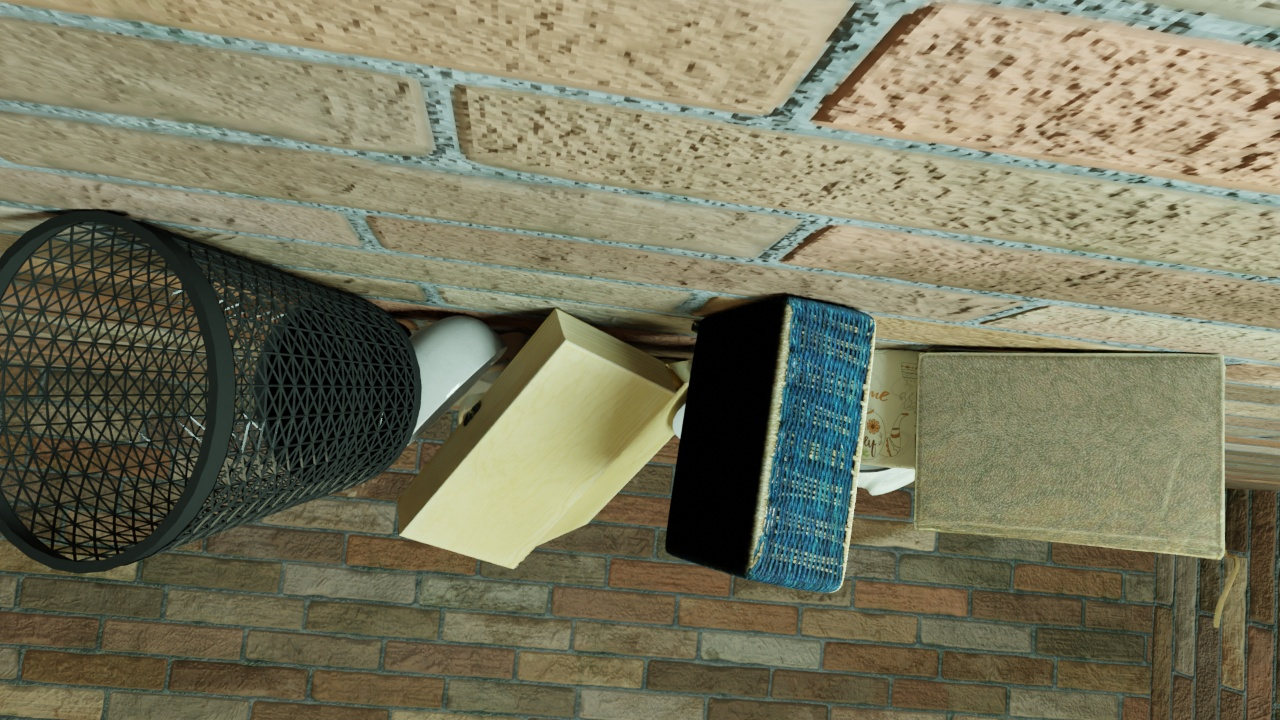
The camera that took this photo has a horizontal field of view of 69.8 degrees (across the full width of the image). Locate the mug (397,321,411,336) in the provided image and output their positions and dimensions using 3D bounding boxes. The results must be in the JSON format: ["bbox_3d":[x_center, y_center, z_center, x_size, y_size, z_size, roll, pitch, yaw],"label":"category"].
[{"bbox_3d":[-0.269,-0.009,0.865,0.114,0.087,0.088,-7,-176,42],"label":"mug"}]

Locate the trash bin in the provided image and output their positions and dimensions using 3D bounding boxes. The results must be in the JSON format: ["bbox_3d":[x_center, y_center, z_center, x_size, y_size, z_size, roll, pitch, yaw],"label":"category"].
[{"bbox_3d":[-0.296,0.022,0.664,0.217,0.217,0.243,3,180,20],"label":"trash bin"}]

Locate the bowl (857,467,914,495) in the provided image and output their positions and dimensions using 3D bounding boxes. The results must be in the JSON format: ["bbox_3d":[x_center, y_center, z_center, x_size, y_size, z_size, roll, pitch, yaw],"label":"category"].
[{"bbox_3d":[0.292,0.113,1.092,0.177,0.070,0.177,-18,155,-9],"label":"bowl"}]

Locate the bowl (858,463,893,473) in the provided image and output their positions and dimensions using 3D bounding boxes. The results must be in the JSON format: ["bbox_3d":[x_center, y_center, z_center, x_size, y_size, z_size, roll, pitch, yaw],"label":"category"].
[{"bbox_3d":[0.204,0.049,0.924,0.151,0.056,0.151,16,146,11],"label":"bowl"}]

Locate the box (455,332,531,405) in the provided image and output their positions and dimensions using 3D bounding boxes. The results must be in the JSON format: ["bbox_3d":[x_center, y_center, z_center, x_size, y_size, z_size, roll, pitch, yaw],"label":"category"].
[{"bbox_3d":[-0.124,0.026,1.009,0.149,0.042,0.216,-11,161,30],"label":"box"}]

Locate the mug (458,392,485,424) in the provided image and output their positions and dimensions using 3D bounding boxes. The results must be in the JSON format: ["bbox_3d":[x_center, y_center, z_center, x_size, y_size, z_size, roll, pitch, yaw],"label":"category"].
[{"bbox_3d":[-0.123,0.053,0.907,0.111,0.085,0.104,-2,152,-4],"label":"mug"}]

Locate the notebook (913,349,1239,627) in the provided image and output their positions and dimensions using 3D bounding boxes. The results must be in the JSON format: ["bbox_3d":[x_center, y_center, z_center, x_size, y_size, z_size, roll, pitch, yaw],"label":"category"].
[{"bbox_3d":[0.318,0.085,0.688,0.216,0.190,0.034,1,174,24],"label":"notebook"}]

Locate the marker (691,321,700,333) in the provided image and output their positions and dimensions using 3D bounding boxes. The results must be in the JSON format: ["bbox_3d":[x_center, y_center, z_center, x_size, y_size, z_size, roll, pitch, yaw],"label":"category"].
[{"bbox_3d":[0.074,-0.015,0.780,0.018,0.015,0.123,3,171,30],"label":"marker"}]

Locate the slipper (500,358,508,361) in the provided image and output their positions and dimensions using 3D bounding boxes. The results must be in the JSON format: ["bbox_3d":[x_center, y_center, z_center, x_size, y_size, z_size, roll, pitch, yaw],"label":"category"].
[{"bbox_3d":[-0.152,0.023,1.122,0.213,0.059,0.104,9,175,-18],"label":"slipper"}]

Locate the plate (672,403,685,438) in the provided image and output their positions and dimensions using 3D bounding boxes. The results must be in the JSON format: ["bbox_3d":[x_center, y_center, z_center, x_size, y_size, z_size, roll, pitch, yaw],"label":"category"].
[{"bbox_3d":[0.115,0.042,0.859,0.173,0.019,0.173,-5,152,-3],"label":"plate"}]

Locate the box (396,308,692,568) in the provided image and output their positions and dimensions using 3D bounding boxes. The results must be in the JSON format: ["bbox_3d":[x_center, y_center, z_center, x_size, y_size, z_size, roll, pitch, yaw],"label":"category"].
[{"bbox_3d":[-0.057,0.082,0.850,0.248,0.096,0.260,-47,151,23],"label":"box"}]

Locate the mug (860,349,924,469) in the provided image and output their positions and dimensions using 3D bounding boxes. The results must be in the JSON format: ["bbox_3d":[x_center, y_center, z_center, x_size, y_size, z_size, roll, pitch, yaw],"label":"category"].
[{"bbox_3d":[0.244,0.046,0.793,0.122,0.097,0.081,3,173,22],"label":"mug"}]

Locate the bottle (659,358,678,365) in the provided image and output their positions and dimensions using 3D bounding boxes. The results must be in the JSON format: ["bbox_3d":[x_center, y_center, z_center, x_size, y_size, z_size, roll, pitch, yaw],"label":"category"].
[{"bbox_3d":[0.050,0.036,1.055,0.056,0.056,0.162,4,173,18],"label":"bottle"}]

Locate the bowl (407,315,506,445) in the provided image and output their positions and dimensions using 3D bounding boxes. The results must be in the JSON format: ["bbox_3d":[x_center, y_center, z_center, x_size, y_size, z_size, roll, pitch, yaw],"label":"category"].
[{"bbox_3d":[-0.188,0.010,0.821,0.064,0.131,0.132,45,169,-3],"label":"bowl"}]

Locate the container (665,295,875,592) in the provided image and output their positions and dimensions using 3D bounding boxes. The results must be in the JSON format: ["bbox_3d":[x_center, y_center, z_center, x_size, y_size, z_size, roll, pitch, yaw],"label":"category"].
[{"bbox_3d":[0.085,0.057,0.646,0.071,0.187,0.145,12,172,-20],"label":"container"}]
